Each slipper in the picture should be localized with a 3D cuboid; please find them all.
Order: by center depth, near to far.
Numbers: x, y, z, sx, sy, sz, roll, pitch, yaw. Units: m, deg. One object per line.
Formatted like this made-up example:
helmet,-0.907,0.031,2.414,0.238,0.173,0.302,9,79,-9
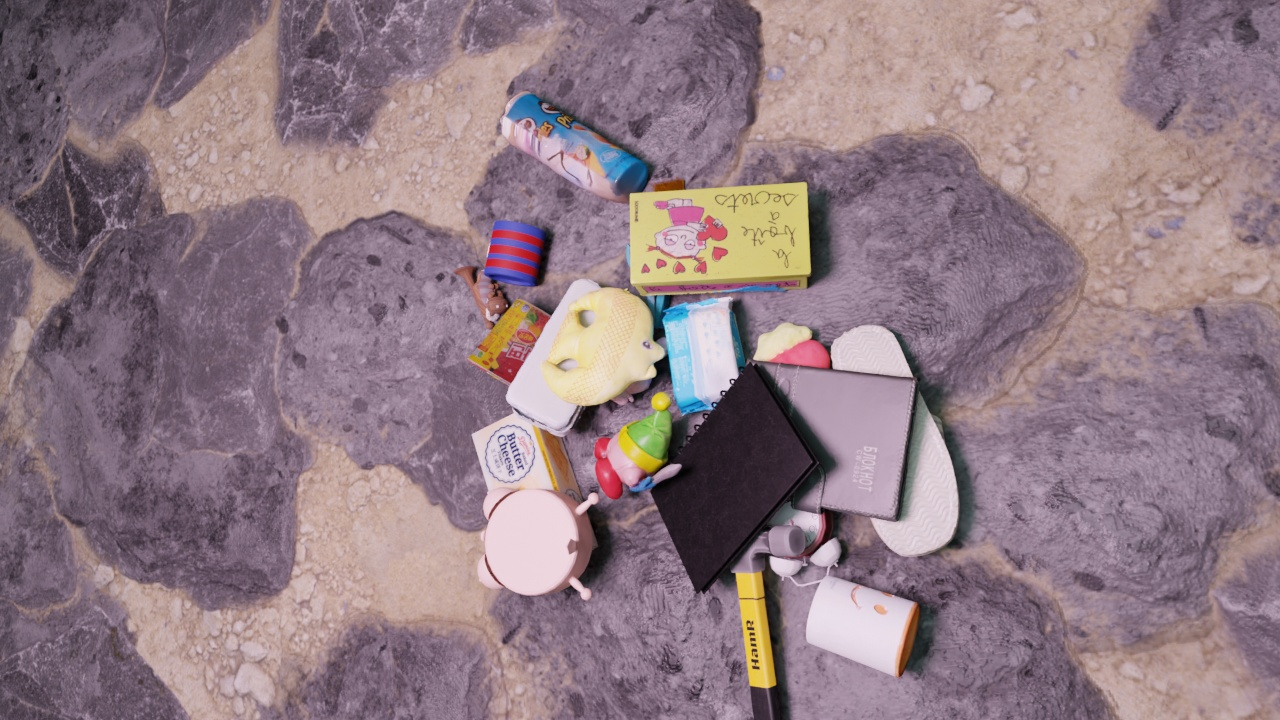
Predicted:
slipper,0.288,0.088,1.054,0.115,0.054,0.272,-18,69,19

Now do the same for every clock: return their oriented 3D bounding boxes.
clock,0.186,0.202,1.085,0.087,0.044,0.124,-20,72,20
clock,-0.135,0.226,1.148,0.161,0.086,0.131,-1,80,30

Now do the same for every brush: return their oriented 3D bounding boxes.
brush,0.038,-0.183,1.236,0.048,0.017,0.126,-6,79,24

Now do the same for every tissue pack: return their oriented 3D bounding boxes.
tissue pack,0.085,-0.007,1.159,0.093,0.061,0.144,-13,79,20

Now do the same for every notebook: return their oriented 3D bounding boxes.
notebook,0.204,0.089,1.050,0.209,0.029,0.169,6,84,36
notebook,0.100,0.136,1.083,0.232,0.019,0.169,-55,41,28

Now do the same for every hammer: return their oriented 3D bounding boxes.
hammer,0.136,0.347,1.071,0.170,0.034,0.324,-13,83,48

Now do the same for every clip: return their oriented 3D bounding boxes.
clip,0.015,-0.117,1.219,0.118,0.033,0.120,36,101,14

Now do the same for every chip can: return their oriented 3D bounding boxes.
chip can,-0.097,-0.296,1.288,0.229,0.079,0.080,36,97,26

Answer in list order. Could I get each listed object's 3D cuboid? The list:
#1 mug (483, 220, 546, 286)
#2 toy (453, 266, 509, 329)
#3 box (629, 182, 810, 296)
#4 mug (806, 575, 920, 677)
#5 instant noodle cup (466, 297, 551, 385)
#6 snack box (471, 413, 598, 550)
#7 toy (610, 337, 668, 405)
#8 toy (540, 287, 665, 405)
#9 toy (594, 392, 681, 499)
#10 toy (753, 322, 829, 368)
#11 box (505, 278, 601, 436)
mug,-0.189,-0.151,1.312,0.112,0.075,0.076,4,82,52
toy,-0.227,-0.098,1.332,0.055,0.041,0.101,-35,75,39
box,0.101,-0.149,1.143,0.221,0.079,0.124,0,80,12
mug,0.248,0.294,1.020,0.105,0.082,0.082,13,86,27
instant noodle cup,-0.169,-0.022,1.265,0.100,0.100,0.112,30,86,26
snack box,-0.144,0.174,1.235,0.104,0.057,0.207,-27,71,18
toy,-0.007,0.007,1.208,0.063,0.047,0.110,34,92,15
toy,-0.044,-0.018,1.167,0.155,0.064,0.170,16,69,24
toy,-0.002,0.108,1.150,0.131,0.097,0.124,-26,27,16
toy,0.189,0.015,1.115,0.092,0.045,0.135,-36,63,21
box,-0.093,-0.006,1.224,0.118,0.063,0.213,25,71,3
